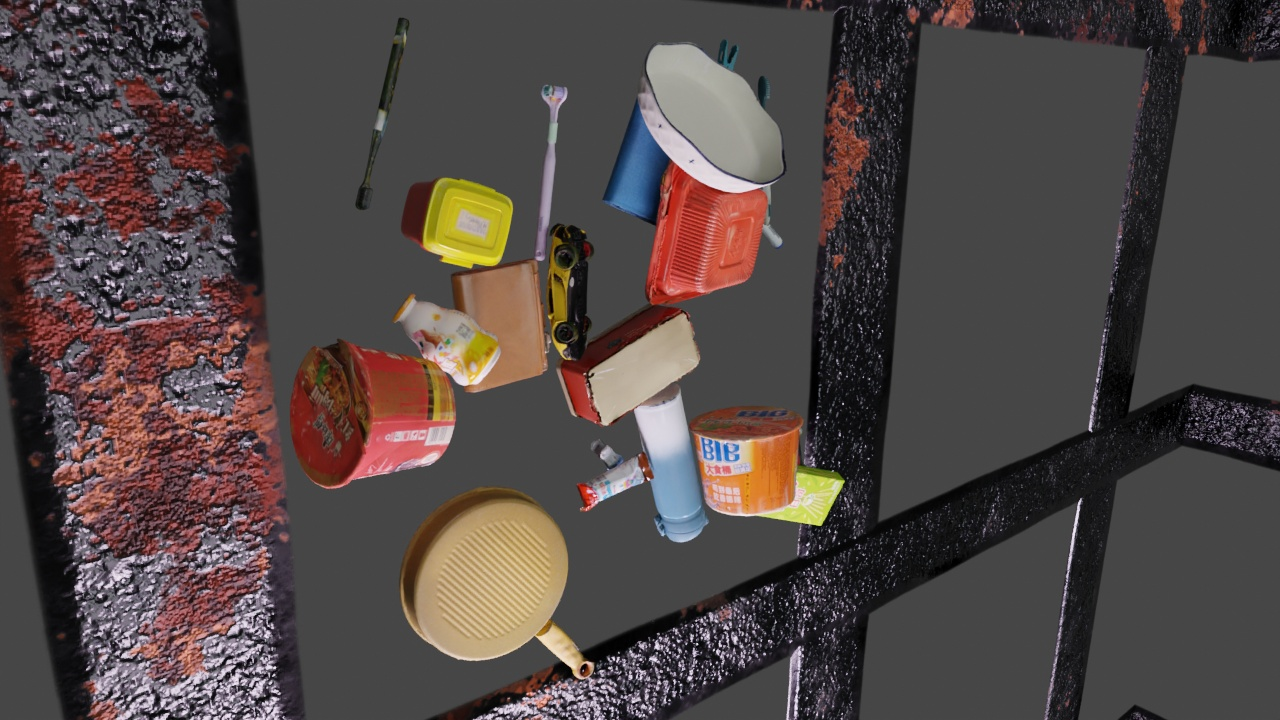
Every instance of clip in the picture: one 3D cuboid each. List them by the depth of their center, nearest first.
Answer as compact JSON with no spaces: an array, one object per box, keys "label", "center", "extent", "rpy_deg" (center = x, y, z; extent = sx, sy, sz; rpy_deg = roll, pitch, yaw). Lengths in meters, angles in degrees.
[{"label":"clip","center":[0.106,-0.368,1.141],"extent":[0.041,0.014,0.056],"rpy_deg":[7,98,-41]},{"label":"clip","center":[-0.039,0.120,1.153],"extent":[0.024,0.028,0.057],"rpy_deg":[-50,138,-13]}]

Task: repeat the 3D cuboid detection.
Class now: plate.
[{"label":"plate","center":[0.079,-0.275,1.056],"extent":[0.204,0.046,0.204],"rpy_deg":[24,47,-29]}]

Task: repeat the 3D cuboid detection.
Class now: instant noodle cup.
[{"label":"instant noodle cup","center":[-0.253,0.052,0.880],"extent":[0.108,0.138,0.138],"rpy_deg":[4,100,-50]},{"label":"instant noodle cup","center":[0.085,-0.152,1.110],"extent":[0.164,0.079,0.189],"rpy_deg":[-20,129,-48]},{"label":"instant noodle cup","center":[0.142,0.133,1.218],"extent":[0.151,0.152,0.111],"rpy_deg":[-15,106,-37]}]

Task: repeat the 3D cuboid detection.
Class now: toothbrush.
[{"label":"toothbrush","center":[-0.245,-0.234,0.875],"extent":[0.012,0.017,0.186],"rpy_deg":[12,95,-35]},{"label":"toothbrush","center":[-0.102,-0.203,1.006],"extent":[0.021,0.029,0.189],"rpy_deg":[-40,138,-73]},{"label":"toothbrush","center":[0.164,-0.274,1.206],"extent":[0.018,0.016,0.192],"rpy_deg":[-15,106,-50]}]

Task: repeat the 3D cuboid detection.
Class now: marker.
[{"label":"marker","center":[0.151,-0.197,1.227],"extent":[0.146,0.017,0.017],"rpy_deg":[43,74,-40]}]

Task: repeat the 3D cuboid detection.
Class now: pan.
[{"label":"pan","center":[-0.142,0.296,1.100],"extent":[0.197,0.078,0.357],"rpy_deg":[-47,121,-17]}]

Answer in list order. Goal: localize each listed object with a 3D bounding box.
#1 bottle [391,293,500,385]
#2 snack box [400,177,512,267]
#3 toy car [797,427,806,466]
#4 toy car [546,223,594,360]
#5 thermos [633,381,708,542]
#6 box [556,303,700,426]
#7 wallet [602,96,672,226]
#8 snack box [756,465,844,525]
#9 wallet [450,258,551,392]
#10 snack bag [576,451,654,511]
[{"label":"bottle","center":[-0.198,-0.024,0.935],"extent":[0.108,0.063,0.063],"rpy_deg":[36,77,-14]},{"label":"snack box","center":[-0.186,-0.138,0.911],"extent":[0.091,0.080,0.082],"rpy_deg":[11,94,-42]},{"label":"toy car","center":[0.212,0.128,1.350],"extent":[0.045,0.053,0.121],"rpy_deg":[-18,120,-14]},{"label":"toy car","center":[-0.081,-0.076,1.033],"extent":[0.071,0.041,0.156],"rpy_deg":[-40,132,-70]},{"label":"thermos","center":[0.038,0.136,1.195],"extent":[0.070,0.070,0.221],"rpy_deg":[-29,120,-32]},{"label":"box","center":[-0.007,0.006,1.109],"extent":[0.168,0.079,0.091],"rpy_deg":[-33,121,-29]},{"label":"wallet","center":[0.018,-0.233,1.089],"extent":[0.106,0.040,0.133],"rpy_deg":[17,94,-39]},{"label":"snack box","center":[0.214,0.192,1.341],"extent":[0.156,0.026,0.086],"rpy_deg":[13,114,-24]},{"label":"wallet","center":[-0.151,-0.040,1.004],"extent":[0.107,0.031,0.132],"rpy_deg":[-16,113,-33]},{"label":"snack bag","center":[-0.034,0.153,1.152],"extent":[0.105,0.026,0.045],"rpy_deg":[-25,116,-14]}]
